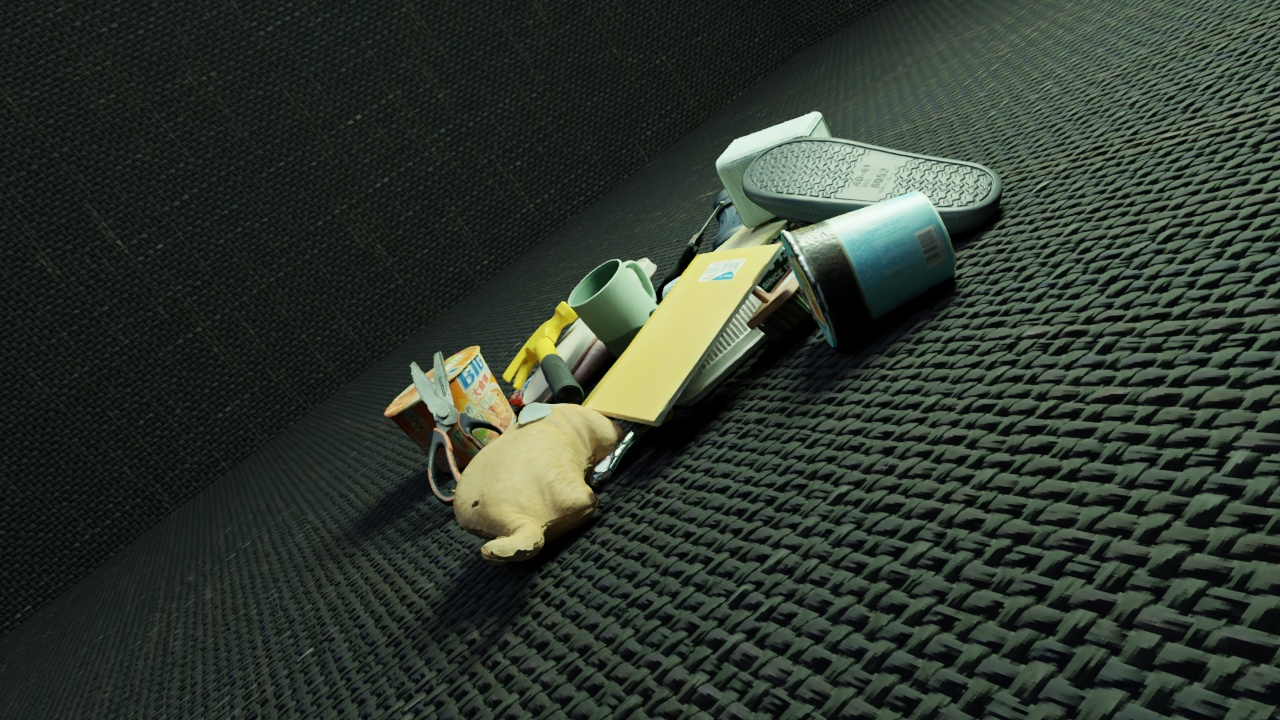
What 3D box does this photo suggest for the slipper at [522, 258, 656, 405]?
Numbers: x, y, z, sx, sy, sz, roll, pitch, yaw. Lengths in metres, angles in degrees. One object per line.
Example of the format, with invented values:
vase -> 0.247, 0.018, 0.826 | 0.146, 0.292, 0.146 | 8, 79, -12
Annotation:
slipper -> -0.059, -0.029, 1.225 | 0.273, 0.054, 0.114 | -53, 18, -25

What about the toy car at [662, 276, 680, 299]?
toy car -> 0.050, -0.068, 1.119 | 0.049, 0.031, 0.105 | -32, 35, 20

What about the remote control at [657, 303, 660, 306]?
remote control -> 0.057, -0.072, 1.176 | 0.137, 0.024, 0.053 | -25, 21, 29

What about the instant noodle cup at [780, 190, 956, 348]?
instant noodle cup -> 0.197, -0.085, 0.782 | 0.120, 0.111, 0.111 | -25, 16, 6

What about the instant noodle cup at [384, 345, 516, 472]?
instant noodle cup -> -0.243, 0.069, 1.207 | 0.151, 0.111, 0.151 | -32, 15, 9

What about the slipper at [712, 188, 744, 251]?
slipper -> 0.154, -0.205, 1.260 | 0.105, 0.095, 0.252 | -30, 12, 25

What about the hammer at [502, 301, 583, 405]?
hammer -> -0.108, 0.006, 1.114 | 0.129, 0.033, 0.300 | -49, 18, 2

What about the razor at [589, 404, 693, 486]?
razor -> -0.005, 0.069, 0.821 | 0.043, 0.022, 0.142 | 2, 28, 34

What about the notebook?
notebook -> 0.037, -0.028, 0.870 | 0.206, 0.010, 0.146 | -54, 24, -16

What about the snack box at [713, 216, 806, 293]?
snack box -> 0.174, -0.150, 1.096 | 0.239, 0.063, 0.115 | -41, 16, -25

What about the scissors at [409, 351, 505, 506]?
scissors -> -0.215, 0.074, 1.078 | 0.214, 0.015, 0.196 | 10, 60, 20

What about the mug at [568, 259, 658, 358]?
mug -> -0.018, -0.068, 1.135 | 0.082, 0.106, 0.111 | -15, 35, 47

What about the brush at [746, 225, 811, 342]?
brush -> 0.150, -0.085, 0.907 | 0.063, 0.073, 0.145 | -46, 3, 44

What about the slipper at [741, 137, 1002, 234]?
slipper -> 0.223, -0.155, 0.922 | 0.268, 0.083, 0.110 | 16, 53, 34

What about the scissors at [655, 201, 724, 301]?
scissors -> 0.065, -0.141, 1.239 | 0.125, 0.021, 0.235 | -53, -1, -10

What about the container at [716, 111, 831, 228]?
container -> 0.164, -0.221, 1.051 | 0.112, 0.090, 0.089 | -16, 25, 34

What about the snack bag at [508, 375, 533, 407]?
snack bag -> -0.144, 0.034, 1.273 | 0.104, 0.026, 0.048 | -42, 29, -27

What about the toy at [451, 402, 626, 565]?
toy -> -0.100, 0.115, 0.806 | 0.144, 0.082, 0.225 | -10, 25, 24

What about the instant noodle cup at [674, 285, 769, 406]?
instant noodle cup -> 0.060, -0.023, 0.952 | 0.173, 0.060, 0.138 | -42, 17, -22

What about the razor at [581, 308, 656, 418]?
razor -> -0.006, 0.006, 1.015 | 0.167, 0.062, 0.068 | -47, -15, -25
